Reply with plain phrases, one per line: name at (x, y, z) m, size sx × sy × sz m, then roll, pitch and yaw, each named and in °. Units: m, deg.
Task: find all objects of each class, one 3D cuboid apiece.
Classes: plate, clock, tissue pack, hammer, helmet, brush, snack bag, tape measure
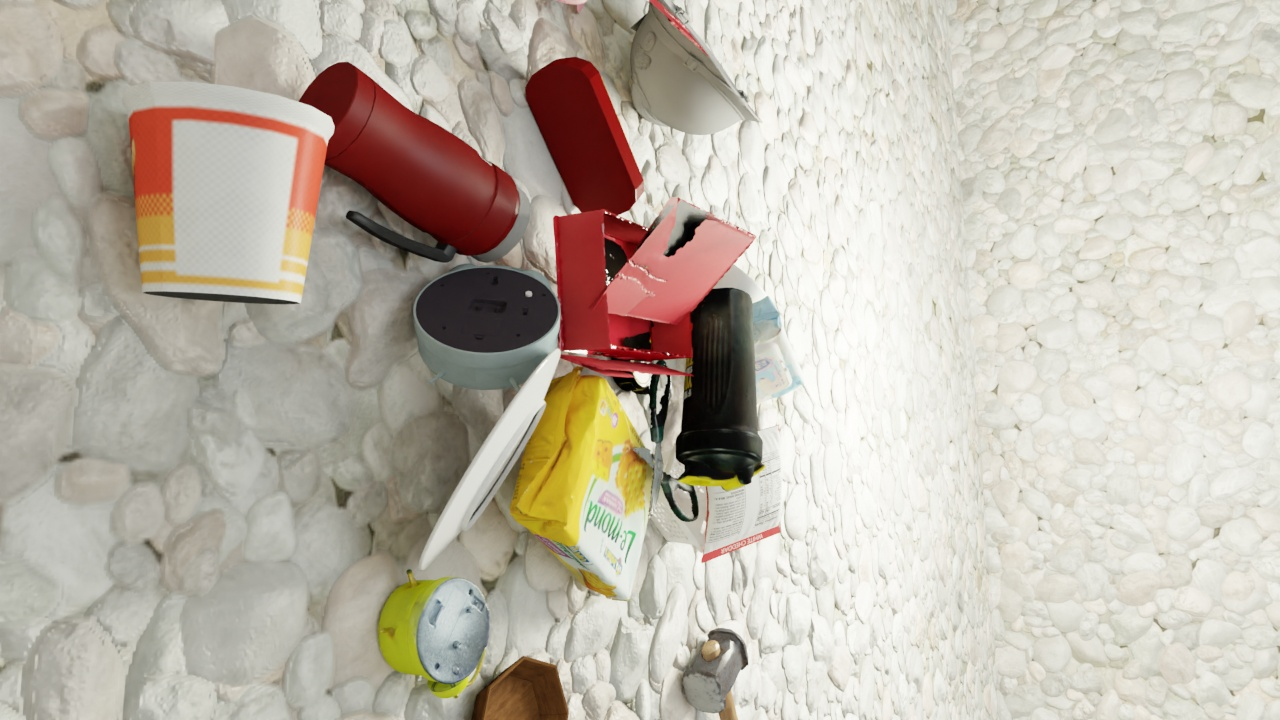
plate at (-0.116, 0.083, 0.750) m, size 0.015 × 0.209 × 0.208 m, roll 31°, pitch 45°, yaw 1°
clock at (-0.130, -0.037, 0.796) m, size 0.159 × 0.122 × 0.045 m, roll -86°, pitch -178°, yaw -51°
tissue pack at (0.147, 0.000, 1.211) m, size 0.182 × 0.112 × 0.070 m, roll 56°, pitch 12°, yaw -52°
clock at (-0.161, 0.227, 0.753) m, size 0.119 × 0.057 × 0.083 m, roll 55°, pitch 41°, yaw -37°
plate at (-0.114, 0.337, 0.838) m, size 0.131 × 0.025 × 0.131 m, roll 16°, pitch 71°, yaw -56°
hammer at (0.125, 0.500, 1.181) m, size 0.097 × 0.052 × 0.328 m, roll -42°, pitch 123°, yaw -53°
helmet at (0.043, -0.347, 1.138) m, size 0.271 × 0.118 × 0.183 m, roll 23°, pitch 34°, yaw -59°
brush at (-0.055, -0.239, 0.984) m, size 0.041 × 0.082 × 0.173 m, roll -56°, pitch 131°, yaw -46°
snack bag at (0.124, 0.160, 1.105) m, size 0.130 × 0.039 × 0.144 m, roll -12°, pitch 107°, yaw -35°
snack bag at (-0.052, 0.125, 0.901) m, size 0.247 × 0.068 × 0.159 m, roll 63°, pitch 37°, yaw -54°
tape measure at (-0.006, 0.006, 1.064) m, size 0.061 × 0.034 × 0.061 m, roll 13°, pitch 73°, yaw -55°

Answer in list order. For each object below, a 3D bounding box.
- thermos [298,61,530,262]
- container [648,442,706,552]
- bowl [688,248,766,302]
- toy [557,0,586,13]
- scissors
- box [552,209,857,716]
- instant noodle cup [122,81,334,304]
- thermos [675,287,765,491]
thermos at (-0.188, -0.146, 0.761) m, size 0.198 × 0.084 × 0.108 m, roll 32°, pitch 77°, yaw -49°
container at (0.043, 0.164, 1.099) m, size 0.129 × 0.050 × 0.080 m, roll 57°, pitch 40°, yaw -36°
bowl at (0.107, -0.093, 1.213) m, size 0.050 × 0.115 × 0.114 m, roll -54°, pitch 138°, yaw -5°
toy at (-0.070, -0.476, 1.000) m, size 0.190 × 0.088 × 0.237 m, roll 75°, pitch 24°, yaw -47°
scissors at (0.033, 0.113, 1.012) m, size 0.201 × 0.015 × 0.204 m, roll -78°, pitch 153°, yaw -44°
box at (0.069, 0.073, 0.871) m, size 0.478 × 0.171 × 0.214 m, roll 52°, pitch 18°, yaw 18°
instant noodle cup at (-0.267, -0.101, 0.594) m, size 0.123 × 0.124 × 0.121 m, roll 3°, pitch 89°, yaw -58°
thermos at (0.090, 0.032, 1.022) m, size 0.098 × 0.098 × 0.220 m, roll 32°, pitch 55°, yaw -52°
